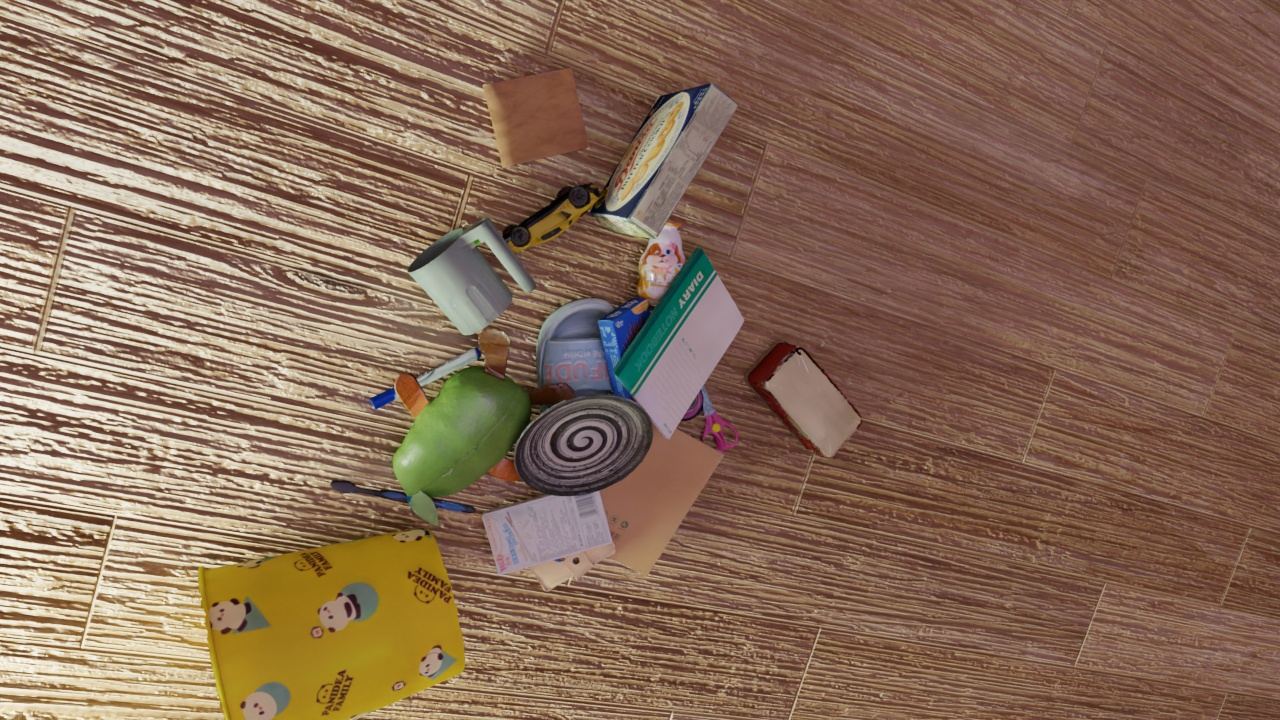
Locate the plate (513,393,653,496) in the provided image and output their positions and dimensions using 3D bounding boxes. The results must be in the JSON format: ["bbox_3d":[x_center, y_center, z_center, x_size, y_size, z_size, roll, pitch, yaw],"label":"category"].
[{"bbox_3d":[-0.071,0.103,1.143,0.179,0.024,0.180,-11,133,-12],"label":"plate"}]

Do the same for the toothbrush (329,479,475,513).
[{"bbox_3d":[-0.300,0.174,1.167,0.189,0.016,0.014,15,86,-25],"label":"toothbrush"}]

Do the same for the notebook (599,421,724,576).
[{"bbox_3d":[0.003,0.184,1.264,0.147,0.008,0.208,29,97,-19],"label":"notebook"}]

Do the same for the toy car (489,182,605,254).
[{"bbox_3d":[-0.116,-0.171,1.128,0.155,0.071,0.041,-34,107,-8],"label":"toy car"}]

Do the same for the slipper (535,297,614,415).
[{"bbox_3d":[-0.081,0.040,1.185,0.104,0.074,0.245,1,103,-20],"label":"slipper"}]

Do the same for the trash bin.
[{"bbox_3d":[-0.355,0.317,1.071,0.254,0.230,0.230,-13,106,-24],"label":"trash bin"}]

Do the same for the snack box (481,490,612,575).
[{"bbox_3d":[-0.122,0.220,1.210,0.156,0.027,0.084,-15,94,-5],"label":"snack box"}]

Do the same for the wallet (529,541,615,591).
[{"bbox_3d":[-0.097,0.259,1.245,0.115,0.024,0.087,-31,111,-4],"label":"wallet"}]

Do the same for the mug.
[{"bbox_3d":[-0.198,-0.101,1.092,0.124,0.083,0.103,-24,117,25],"label":"mug"}]

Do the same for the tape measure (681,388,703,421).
[{"bbox_3d":[0.056,0.053,1.259,0.057,0.039,0.057,-14,103,-23],"label":"tape measure"}]

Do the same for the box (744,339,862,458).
[{"bbox_3d":[0.236,0.059,1.307,0.091,0.077,0.168,-47,112,-7],"label":"box"}]

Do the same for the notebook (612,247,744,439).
[{"bbox_3d":[0.055,-0.022,1.197,0.208,0.012,0.150,-56,134,-20],"label":"notebook"}]

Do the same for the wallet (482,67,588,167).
[{"bbox_3d":[-0.127,-0.298,1.125,0.115,0.020,0.101,-17,106,-20],"label":"wallet"}]

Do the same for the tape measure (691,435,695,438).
[{"bbox_3d":[0.047,0.130,1.279,0.058,0.025,0.054,-1,106,-12],"label":"tape measure"}]

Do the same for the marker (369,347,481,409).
[{"bbox_3d":[-0.266,0.021,1.142,0.145,0.017,0.017,-27,109,-13],"label":"marker"}]

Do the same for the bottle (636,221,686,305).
[{"bbox_3d":[0.030,-0.127,1.196,0.063,0.063,0.108,3,100,-21],"label":"bottle"}]

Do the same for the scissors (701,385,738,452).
[{"bbox_3d":[0.095,0.070,1.290,0.057,0.017,0.133,-24,105,-4],"label":"scissors"}]

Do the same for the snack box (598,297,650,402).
[{"bbox_3d":[-0.007,0.007,1.180,0.084,0.026,0.157,-37,122,-50],"label":"snack box"}]

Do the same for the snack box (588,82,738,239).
[{"bbox_3d":[0.022,-0.237,1.103,0.045,0.182,0.178,31,90,-21],"label":"snack box"}]

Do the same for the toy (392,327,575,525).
[{"bbox_3d":[-0.211,0.081,1.129,0.247,0.090,0.227,-44,121,4],"label":"toy"}]
